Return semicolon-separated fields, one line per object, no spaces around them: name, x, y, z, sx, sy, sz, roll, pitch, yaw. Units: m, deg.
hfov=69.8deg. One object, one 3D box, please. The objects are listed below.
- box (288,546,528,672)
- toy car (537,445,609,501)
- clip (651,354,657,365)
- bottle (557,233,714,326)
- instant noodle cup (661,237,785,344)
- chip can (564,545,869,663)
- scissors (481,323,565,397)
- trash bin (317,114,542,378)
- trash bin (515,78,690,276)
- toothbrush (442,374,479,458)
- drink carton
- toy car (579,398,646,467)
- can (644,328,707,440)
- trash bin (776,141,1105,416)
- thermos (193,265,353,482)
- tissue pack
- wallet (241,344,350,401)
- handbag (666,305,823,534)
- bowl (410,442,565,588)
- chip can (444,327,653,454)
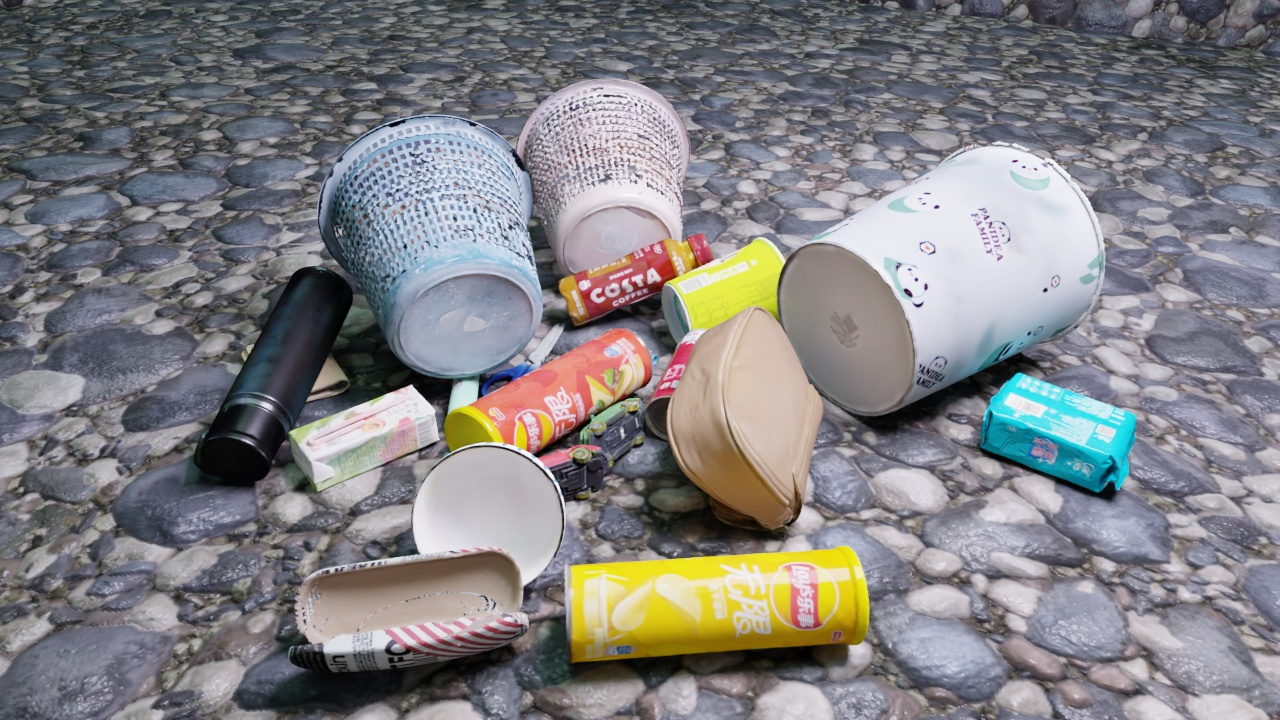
box;-0.164;0.175;0.656;0.162;0.076;0.088;-8;59;-10
toy car;-0.077;0.102;0.792;0.106;0.049;0.031;-15;39;-21
clip;-0.003;0.006;0.973;0.039;0.014;0.055;25;39;30
bottle;-0.004;-0.095;1.041;0.175;0.057;0.057;-21;36;0
instant noodle cup;0.092;-0.064;1.010;0.123;0.112;0.111;-19;38;-14
chip can;0.052;0.175;0.664;0.213;0.072;0.072;-2;34;-5
scissors;-0.124;0.000;0.980;0.108;0.012;0.174;-3;32;-8
trash bin;-0.195;-0.097;0.918;0.226;0.227;0.195;-10;47;-18
trash bin;-0.037;-0.196;1.122;0.227;0.228;0.191;-3;46;-7
toothbrush;-0.175;0.040;0.902;0.026;0.027;0.224;-36;29;18
drink carton;-0.251;0.068;0.839;0.122;0.046;0.053;-22;41;-30
toy car;-0.027;0.066;0.852;0.036;0.043;0.091;3;21;31
can;0.048;0.022;0.914;0.053;0.053;0.132;11;34;13
trash bin;0.292;-0.075;0.937;0.251;0.230;0.229;-26;42;-26
thermos;-0.354;0.008;0.880;0.090;0.068;0.241;-12;39;16
tissue pack;0.393;0.067;0.862;0.133;0.050;0.093;23;37;29
wallet;-0.361;0.007;0.948;0.087;0.024;0.115;-21;42;-26
handbag;0.092;0.050;0.812;0.100;0.148;0.203;-27;19;32
bowl;-0.115;0.119;0.721;0.116;0.116;0.066;1;2;-1
chip can;-0.079;0.037;0.861;0.073;0.073;0.216;25;35;31
